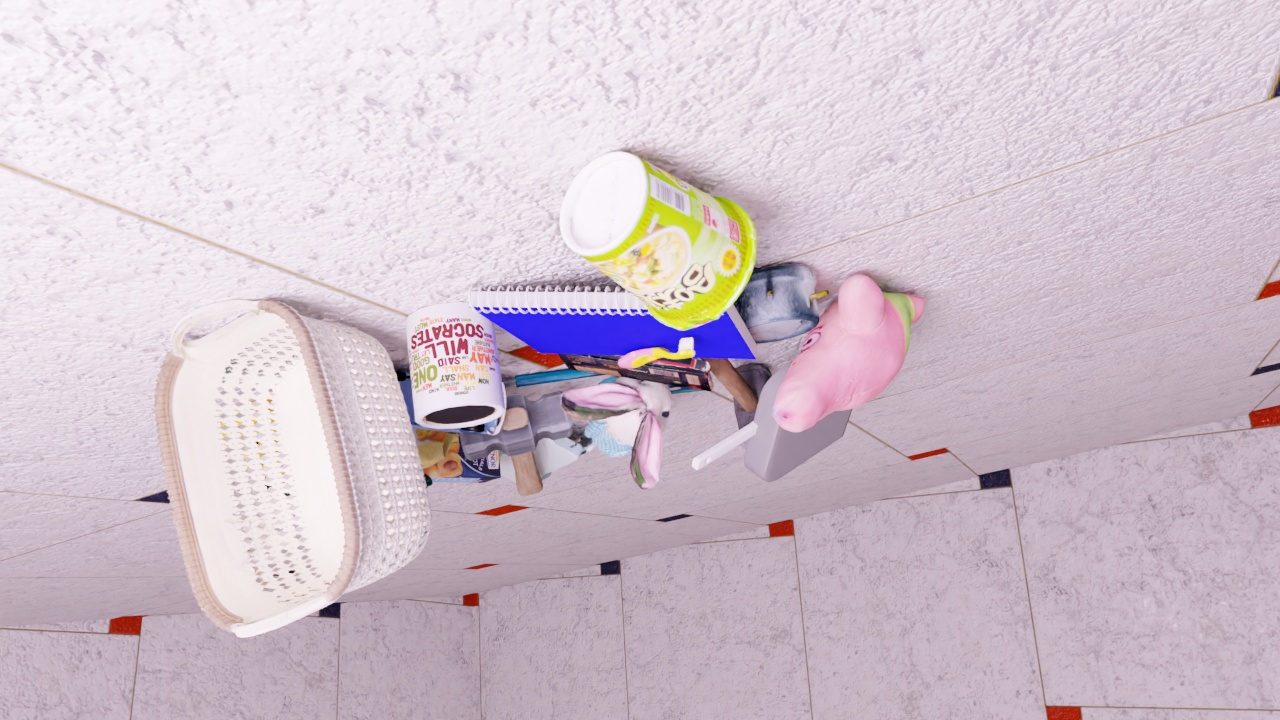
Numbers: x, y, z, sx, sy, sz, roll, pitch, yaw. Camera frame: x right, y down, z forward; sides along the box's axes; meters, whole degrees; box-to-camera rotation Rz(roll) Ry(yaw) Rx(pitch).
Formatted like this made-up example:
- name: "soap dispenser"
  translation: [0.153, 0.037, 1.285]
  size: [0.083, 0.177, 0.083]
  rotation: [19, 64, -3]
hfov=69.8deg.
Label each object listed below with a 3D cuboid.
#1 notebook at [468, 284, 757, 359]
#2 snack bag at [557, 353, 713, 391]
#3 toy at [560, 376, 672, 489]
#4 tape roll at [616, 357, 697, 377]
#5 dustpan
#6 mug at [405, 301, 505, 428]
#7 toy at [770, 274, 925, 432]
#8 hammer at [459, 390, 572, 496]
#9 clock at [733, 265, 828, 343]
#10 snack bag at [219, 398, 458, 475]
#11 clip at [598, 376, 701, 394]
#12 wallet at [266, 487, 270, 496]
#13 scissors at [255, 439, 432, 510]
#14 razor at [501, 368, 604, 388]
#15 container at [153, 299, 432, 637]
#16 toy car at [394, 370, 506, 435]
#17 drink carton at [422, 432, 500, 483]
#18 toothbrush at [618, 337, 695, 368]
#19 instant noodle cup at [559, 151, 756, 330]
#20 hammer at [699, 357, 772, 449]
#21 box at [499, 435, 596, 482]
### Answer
- name: "notebook"
  translation: [-0.017, -0.030, 0.780]
  size: [0.209, 0.022, 0.171]
  rotation: [2, 168, 16]
- name: "snack bag"
  translation: [-0.005, 0.005, 0.907]
  size: [0.155, 0.018, 0.074]
  rotation: [10, 164, 12]
- name: "toy"
  translation: [-0.006, 0.064, 0.997]
  size: [0.105, 0.131, 0.205]
  rotation: [-42, 176, -5]
- name: "tape roll"
  translation: [0.015, -0.001, 0.985]
  size: [0.093, 0.016, 0.091]
  rotation: [-16, 162, 18]
- name: "dustpan"
  translation: [0.158, 0.069, 1.023]
  size: [0.256, 0.033, 0.163]
  rotation: [-26, 140, -36]
- name: "mug"
  translation: [-0.158, 0.010, 0.801]
  size: [0.073, 0.089, 0.105]
  rotation: [-10, 163, 2]
- name: "toy"
  translation: [0.192, 0.004, 0.891]
  size: [0.236, 0.097, 0.192]
  rotation: [-33, 150, -43]
- name: "hammer"
  translation: [-0.143, 0.116, 1.111]
  size: [0.117, 0.051, 0.323]
  rotation: [-13, 161, -8]
- name: "clock"
  translation: [0.112, -0.046, 0.843]
  size: [0.090, 0.052, 0.130]
  rotation: [-3, 166, -22]
- name: "snack bag"
  translation: [-0.324, 0.086, 0.990]
  size: [0.160, 0.068, 0.247]
  rotation: [-15, 162, 19]
- name: "clip"
  translation: [0.010, 0.023, 1.051]
  size: [0.127, 0.028, 0.113]
  rotation: [-15, 157, 16]
- name: "wallet"
  translation: [-0.338, 0.147, 1.014]
  size: [0.120, 0.031, 0.099]
  rotation: [-12, 165, -2]
- name: "scissors"
  translation: [-0.327, 0.121, 0.923]
  size: [0.202, 0.015, 0.204]
  rotation: [-17, 147, 1]
- name: "razor"
  translation: [-0.107, 0.022, 0.988]
  size: [0.144, 0.022, 0.042]
  rotation: [-13, 162, -8]
- name: "container"
  translation: [-0.274, 0.081, 0.735]
  size: [0.185, 0.246, 0.142]
  rotation: [-22, 168, 25]
- name: "toy car"
  translation: [-0.211, 0.041, 0.914]
  size: [0.153, 0.056, 0.055]
  rotation: [7, 176, -26]
- name: "drink carton"
  translation: [-0.239, 0.122, 1.155]
  size: [0.040, 0.064, 0.129]
  rotation: [-18, 162, 41]
- name: "toothbrush"
  translation: [0.013, -0.005, 0.805]
  size: [0.021, 0.016, 0.136]
  rotation: [8, 172, -26]
- name: "instant noodle cup"
  translation: [0.008, -0.084, 0.606]
  size: [0.099, 0.098, 0.108]
  rotation: [-21, 151, 32]
- name: "hammer"
  translation: [0.090, 0.012, 0.989]
  size: [0.052, 0.098, 0.328]
  rotation: [-14, 154, 17]
- name: "box"
  translation: [-0.124, 0.122, 1.267]
  size: [0.125, 0.075, 0.198]
  rotation: [-23, 176, -35]
